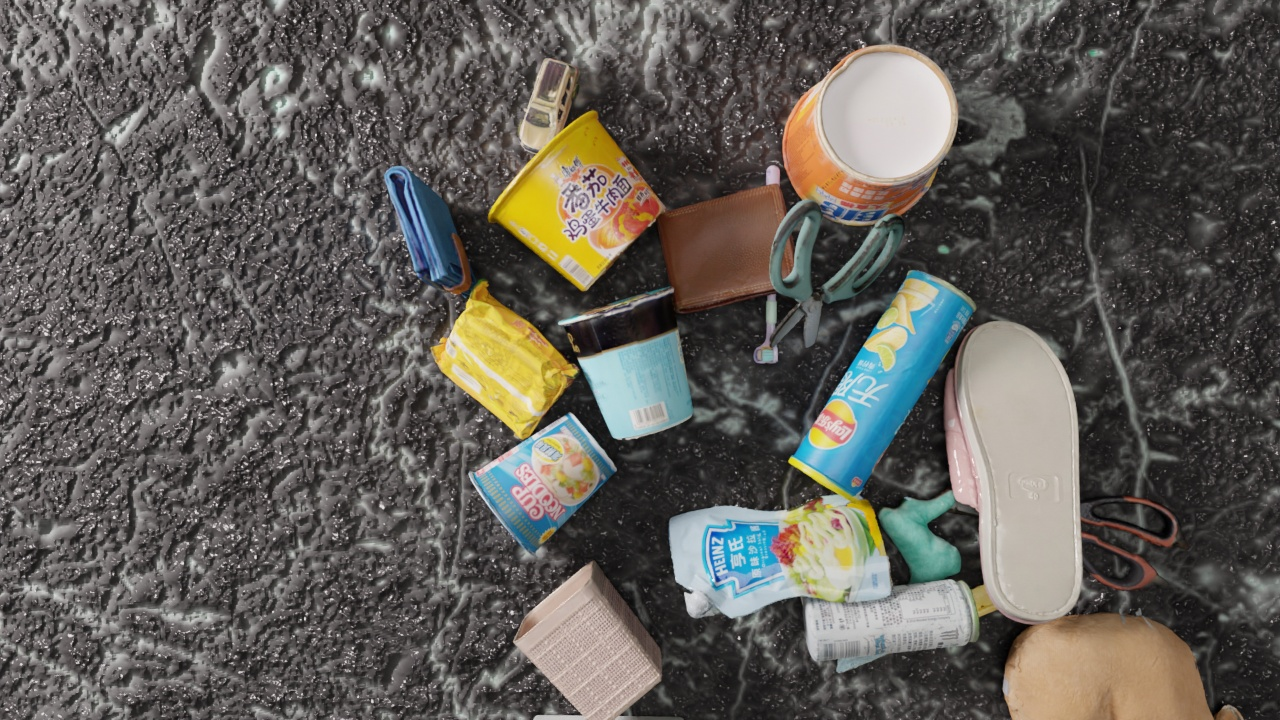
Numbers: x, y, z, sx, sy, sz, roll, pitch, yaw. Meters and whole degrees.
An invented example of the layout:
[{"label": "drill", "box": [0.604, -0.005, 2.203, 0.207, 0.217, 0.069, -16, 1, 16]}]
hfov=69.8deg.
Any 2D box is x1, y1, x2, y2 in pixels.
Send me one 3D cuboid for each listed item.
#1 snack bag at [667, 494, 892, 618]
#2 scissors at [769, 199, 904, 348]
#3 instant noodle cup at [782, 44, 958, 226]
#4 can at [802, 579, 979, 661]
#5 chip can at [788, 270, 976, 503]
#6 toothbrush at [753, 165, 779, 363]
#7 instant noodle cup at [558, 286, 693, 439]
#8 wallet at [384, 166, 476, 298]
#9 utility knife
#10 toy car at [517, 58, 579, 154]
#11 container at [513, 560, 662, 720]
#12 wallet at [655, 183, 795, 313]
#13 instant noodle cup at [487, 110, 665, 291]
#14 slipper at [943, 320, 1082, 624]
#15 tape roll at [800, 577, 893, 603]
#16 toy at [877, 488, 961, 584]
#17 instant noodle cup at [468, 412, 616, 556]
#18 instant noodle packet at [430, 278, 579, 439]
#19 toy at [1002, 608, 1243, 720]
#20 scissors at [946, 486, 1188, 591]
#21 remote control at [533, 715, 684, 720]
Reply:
[{"label": "snack bag", "box": [0.123, 0.177, 0.837, 0.191, 0.039, 0.110, -6, 58, 0]}, {"label": "scissors", "box": [0.178, -0.089, 0.827, 0.179, 0.170, 0.019, -31, 47, -19]}, {"label": "instant noodle cup", "box": [0.209, -0.205, 0.825, 0.151, 0.111, 0.151, 0, 88, 2]}, {"label": "can", "box": [0.222, 0.233, 0.825, 0.147, 0.058, 0.058, -7, 88, 2]}, {"label": "chip can", "box": [0.221, 0.024, 0.838, 0.071, 0.071, 0.210, 32, 90, 3]}, {"label": "toothbrush", "box": [0.122, -0.092, 0.872, 0.029, 0.021, 0.189, -1, 86, 46]}, {"label": "instant noodle cup", "box": [-0.005, 0.005, 0.839, 0.111, 0.111, 0.120, -17, 96, 2]}, {"label": "wallet", "box": [-0.185, -0.111, 0.828, 0.040, 0.133, 0.106, -20, 87, 2]}, {"label": "utility knife", "box": [0.283, 0.243, 0.862, 0.219, 0.022, 0.031, -24, 82, 6]}, {"label": "toy car", "box": [-0.089, -0.242, 0.877, 0.042, 0.035, 0.090, 18, 92, 4]}, {"label": "container", "box": [-0.042, 0.259, 0.837, 0.090, 0.090, 0.111, -40, 91, 1]}, {"label": "wallet", "box": [0.082, -0.104, 0.858, 0.125, 0.032, 0.101, -12, 81, 11]}, {"label": "instant noodle cup", "box": [-0.051, -0.138, 0.829, 0.110, 0.138, 0.138, 44, 90, -5]}, {"label": "slipper", "box": [0.338, 0.097, 0.832, 0.114, 0.054, 0.274, -2, 74, -1]}, {"label": "tape roll", "box": [0.193, 0.215, 0.864, 0.086, 0.014, 0.086, 0, 89, 3]}, {"label": "toy", "box": [0.263, 0.165, 0.853, 0.096, 0.030, 0.092, -36, 90, 10]}, {"label": "instant noodle cup", "box": [-0.085, 0.107, 0.844, 0.110, 0.099, 0.099, -39, 87, -7]}, {"label": "instant noodle packet", "box": [-0.127, 0.001, 0.851, 0.128, 0.044, 0.111, 42, 129, 3]}, {"label": "toy", "box": [0.441, 0.296, 0.823, 0.226, 0.082, 0.143, 5, 93, 0]}, {"label": "scissors", "box": [0.391, 0.164, 0.856, 0.207, 0.015, 0.192, -26, 88, 1]}, {"label": "remote control", "box": [-0.031, 0.366, 0.866, 0.150, 0.021, 0.058, -1, 88, 2]}]
